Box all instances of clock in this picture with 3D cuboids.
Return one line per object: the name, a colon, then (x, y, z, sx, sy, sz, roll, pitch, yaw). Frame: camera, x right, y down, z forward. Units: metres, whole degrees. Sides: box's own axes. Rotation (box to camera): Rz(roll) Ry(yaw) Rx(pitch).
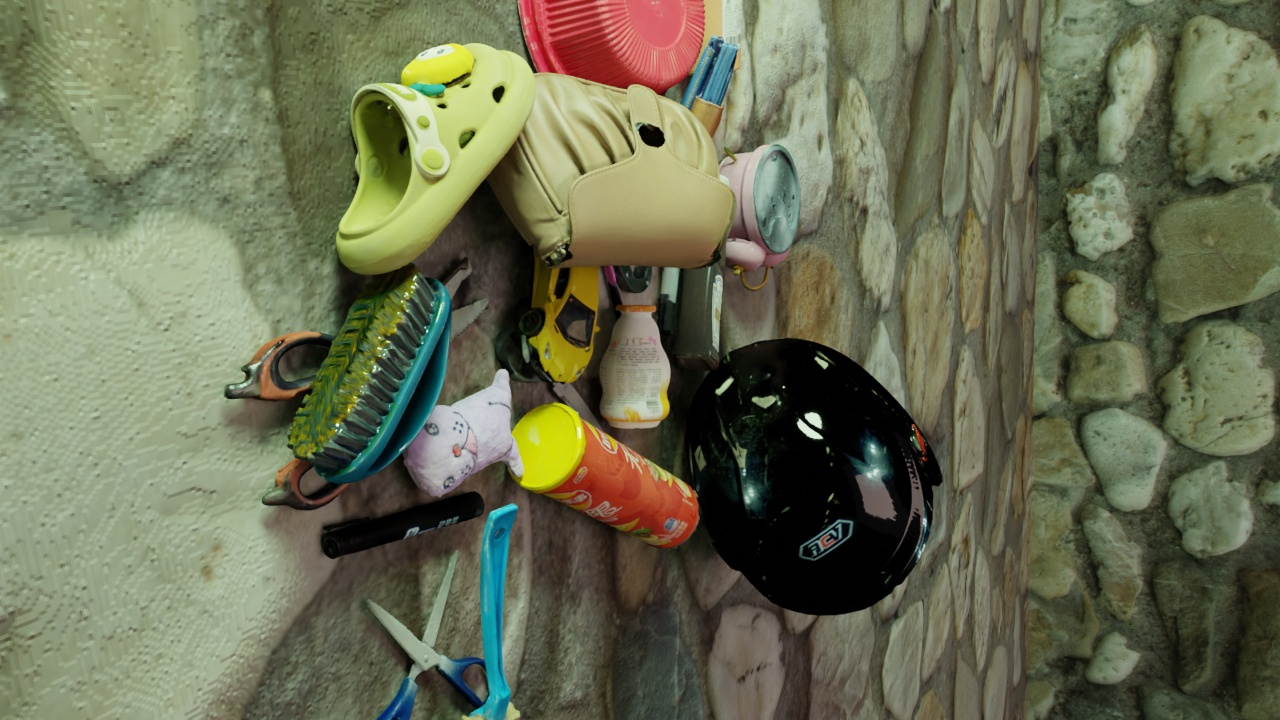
clock: (0.126, -0.155, 1.001, 0.117, 0.060, 0.158, -20, 109, -55)

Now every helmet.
helmet: (0.163, 0.111, 0.917, 0.230, 0.234, 0.274, 48, 15, -29)

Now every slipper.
slipper: (-0.138, -0.142, 0.579, 0.081, 0.092, 0.190, 52, 55, -43)

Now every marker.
marker: (0.031, -0.090, 0.898, 0.018, 0.023, 0.130, 6, 90, -18)
marker: (-0.161, 0.111, 0.634, 0.131, 0.020, 0.022, -7, 70, -55)

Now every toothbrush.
toothbrush: (-0.016, -0.023, 0.843, 0.017, 0.014, 0.189, -34, 121, -35)

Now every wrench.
wrench: (-0.013, -0.196, 0.824, 0.056, 0.016, 0.273, -16, 107, -55)

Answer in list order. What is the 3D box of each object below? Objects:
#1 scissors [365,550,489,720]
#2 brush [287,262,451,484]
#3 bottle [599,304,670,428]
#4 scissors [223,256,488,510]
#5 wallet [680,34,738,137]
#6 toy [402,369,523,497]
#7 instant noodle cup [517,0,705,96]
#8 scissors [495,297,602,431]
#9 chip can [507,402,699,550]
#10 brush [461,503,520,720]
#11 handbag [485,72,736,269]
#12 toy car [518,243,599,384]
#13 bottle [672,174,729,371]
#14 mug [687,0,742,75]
scissors: (-0.152, 0.224, 0.663, 0.162, 0.012, 0.172, 38, 63, -52)
brush: (-0.156, 0.012, 0.567, 0.073, 0.055, 0.143, 49, 53, -46)
bottle: (-0.005, 0.005, 0.815, 0.063, 0.063, 0.108, -7, 100, -56)
scissors: (-0.176, 0.002, 0.600, 0.215, 0.015, 0.195, 18, 78, -55)
wallet: (0.053, -0.224, 0.830, 0.106, 0.040, 0.133, -79, -170, -71)
toy: (-0.127, 0.059, 0.659, 0.107, 0.039, 0.084, -24, 107, -54)
instant noodle cup: (-0.009, -0.288, 0.755, 0.193, 0.066, 0.194, -8, 101, -48)
scissors: (-0.072, 0.027, 0.766, 0.136, 0.014, 0.175, -30, 119, -53)
chip can: (-0.026, 0.106, 0.790, 0.216, 0.073, 0.073, 39, 61, -52)
brush: (-0.110, 0.224, 0.666, 0.083, 0.046, 0.255, -13, 113, -53)
handbag: (-0.016, -0.143, 0.700, 0.204, 0.100, 0.147, -5, 70, -42)
toy car: (-0.059, -0.055, 0.729, 0.071, 0.041, 0.155, 37, 50, -51)
bottle: (0.064, -0.090, 0.919, 0.080, 0.044, 0.194, 46, 49, -73)
mug: (0.064, -0.339, 0.876, 0.078, 0.078, 0.123, -36, 126, -49)
